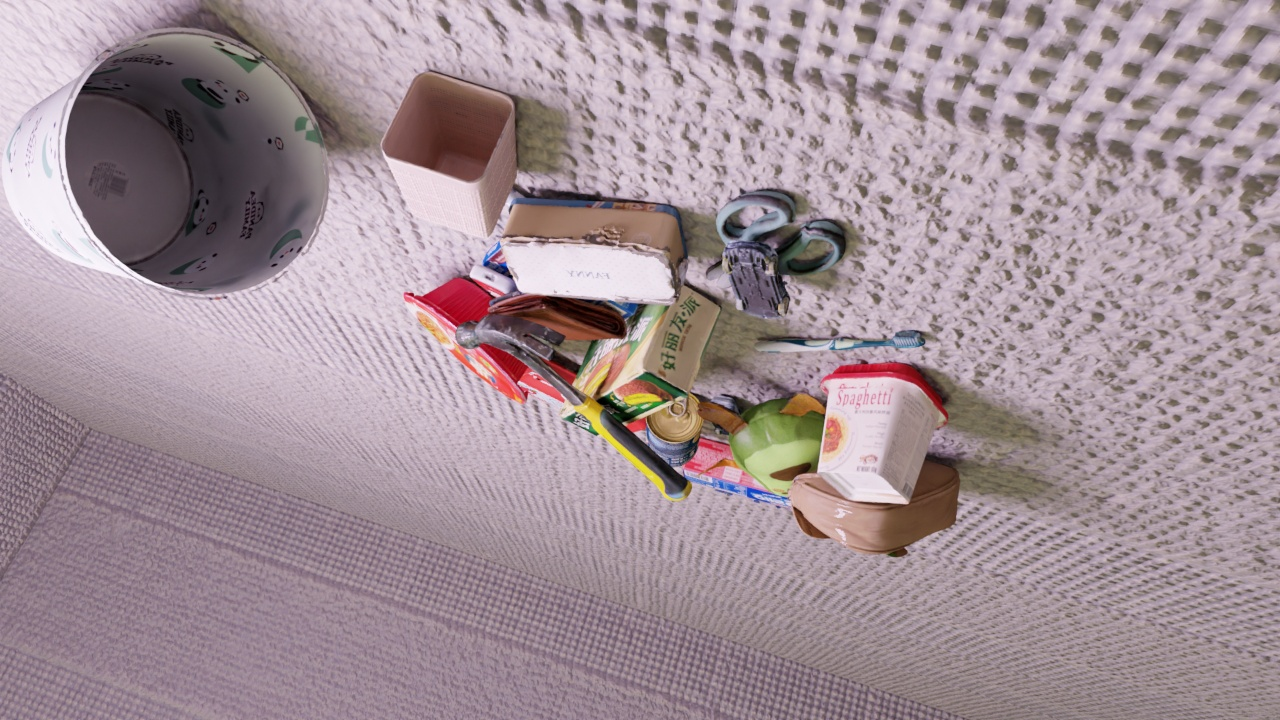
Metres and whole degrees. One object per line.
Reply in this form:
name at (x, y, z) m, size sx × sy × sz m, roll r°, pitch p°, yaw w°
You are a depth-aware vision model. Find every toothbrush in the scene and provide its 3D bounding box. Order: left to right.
toothbrush at (0.197, -0.019, 0.940) m, size 0.192 × 0.016 × 0.018 m, roll -1°, pitch 140°, yaw 39°

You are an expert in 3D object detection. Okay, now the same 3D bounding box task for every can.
can at (0.044, 0.093, 1.230) m, size 0.075 × 0.075 × 0.111 m, roll 16°, pitch 157°, yaw 8°

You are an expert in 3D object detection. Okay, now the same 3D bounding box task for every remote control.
remote control at (-0.146, -0.073, 1.036) m, size 0.056 × 0.020 × 0.136 m, roll 24°, pitch 173°, yaw 15°

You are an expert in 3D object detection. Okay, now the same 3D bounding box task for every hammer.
hammer at (-0.051, 0.058, 0.993) m, size 0.126 × 0.031 × 0.323 m, roll -4°, pitch 140°, yaw 50°

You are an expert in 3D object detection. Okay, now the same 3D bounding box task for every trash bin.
trash bin at (-0.464, -0.177, 0.869) m, size 0.252 × 0.229 × 0.229 m, roll 7°, pitch 154°, yaw 41°

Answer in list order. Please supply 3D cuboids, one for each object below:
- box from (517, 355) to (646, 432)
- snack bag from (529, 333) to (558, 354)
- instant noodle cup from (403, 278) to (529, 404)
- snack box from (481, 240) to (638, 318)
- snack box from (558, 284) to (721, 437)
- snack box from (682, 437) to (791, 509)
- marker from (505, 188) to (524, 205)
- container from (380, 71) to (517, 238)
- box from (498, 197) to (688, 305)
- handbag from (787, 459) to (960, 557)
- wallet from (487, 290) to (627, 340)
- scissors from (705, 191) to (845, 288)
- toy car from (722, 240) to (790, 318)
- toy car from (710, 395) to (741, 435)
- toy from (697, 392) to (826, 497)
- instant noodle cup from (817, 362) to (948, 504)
box at (-0.098, 0.052, 1.301) m, size 0.201 × 0.037 × 0.158 m, roll 28°, pitch 156°, yaw -21°
snack bag at (-0.139, -0.034, 1.156) m, size 0.045 × 0.026 × 0.105 m, roll 10°, pitch 156°, yaw 20°
instant noodle cup at (-0.193, -0.033, 1.101) m, size 0.194 × 0.065 × 0.194 m, roll 37°, pitch 167°, yaw 10°
snack box at (-0.086, -0.087, 0.996) m, size 0.157 × 0.026 × 0.085 m, roll 29°, pitch 157°, yaw -21°
snack box at (-0.006, 0.006, 1.027) m, size 0.063 × 0.114 × 0.241 m, roll 29°, pitch 156°, yaw -15°
snack box at (0.167, 0.168, 1.321) m, size 0.208 × 0.058 × 0.057 m, roll 14°, pitch 156°, yaw 14°
marker at (-0.109, -0.146, 0.898) m, size 0.130 × 0.018 × 0.023 m, roll 35°, pitch 176°, yaw -32°
container at (-0.159, -0.171, 0.794) m, size 0.090 × 0.090 × 0.111 m, roll 18°, pitch 160°, yaw 3°
box at (-0.050, -0.103, 0.868) m, size 0.184 × 0.059 × 0.090 m, roll 8°, pitch 149°, yaw 15°
handbag at (0.282, 0.172, 1.094) m, size 0.204 × 0.100 × 0.148 m, roll -8°, pitch -163°, yaw -40°
wallet at (-0.089, -0.046, 0.987) m, size 0.101 × 0.032 × 0.124 m, roll -5°, pitch 163°, yaw 45°
scissors at (0.117, -0.093, 0.835) m, size 0.139 × 0.019 × 0.180 m, roll 22°, pitch 155°, yaw -7°
toy car at (0.106, -0.073, 0.824) m, size 0.049 × 0.031 × 0.105 m, roll 10°, pitch 154°, yaw 23°
toy car at (0.113, 0.075, 1.190) m, size 0.043 × 0.034 × 0.090 m, roll 6°, pitch 156°, yaw 23°
toy at (0.174, 0.105, 1.128) m, size 0.227 × 0.089 × 0.247 m, roll -13°, pitch 149°, yaw 17°
instant noodle cup at (0.251, 0.080, 0.978) m, size 0.117 × 0.124 × 0.116 m, roll -4°, pitch 147°, yaw 43°
